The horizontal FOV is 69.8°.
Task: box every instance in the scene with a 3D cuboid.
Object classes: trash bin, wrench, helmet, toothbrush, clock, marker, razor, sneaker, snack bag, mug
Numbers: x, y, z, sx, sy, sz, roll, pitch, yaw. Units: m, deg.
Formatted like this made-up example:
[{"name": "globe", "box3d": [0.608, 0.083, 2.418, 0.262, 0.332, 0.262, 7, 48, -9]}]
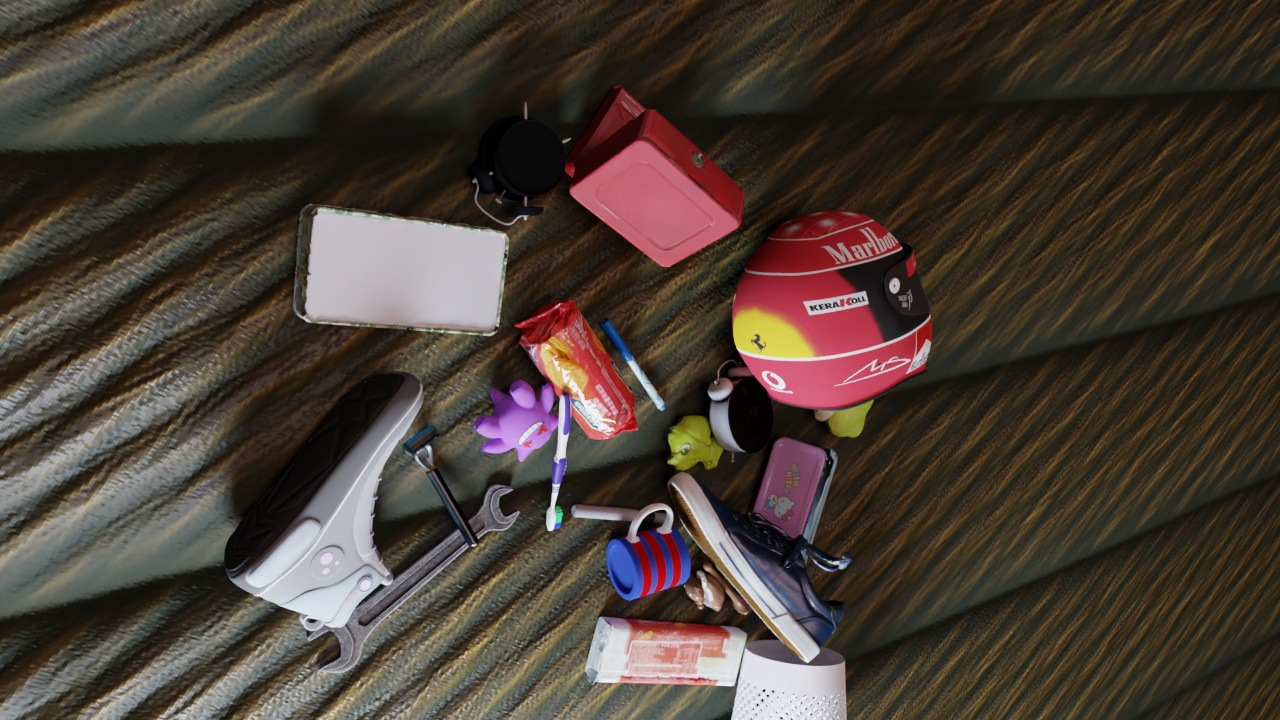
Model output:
[{"name": "trash bin", "box3d": [0.197, 0.490, 1.222, 0.195, 0.196, 0.199, 7, 86, -32]}, {"name": "wrench", "box3d": [-0.243, 0.233, 1.002, 0.272, 0.010, 0.070, -39, 116, -19]}, {"name": "helmet", "box3d": [0.235, -0.071, 1.121, 0.270, 0.198, 0.225, -20, 109, -35]}, {"name": "toothbrush", "box3d": [-0.091, 0.117, 1.036, 0.016, 0.015, 0.187, -10, 123, -32]}, {"name": "clock", "box3d": [-0.128, -0.202, 0.968, 0.091, 0.043, 0.120, 34, 81, -31]}, {"name": "clock", "box3d": [0.123, 0.059, 1.157, 0.094, 0.035, 0.123, -32, 109, -44]}, {"name": "marker", "box3d": [-0.007, 0.006, 1.098, 0.013, 0.013, 0.142, -43, 117, -17]}, {"name": "razor", "box3d": [-0.212, 0.141, 0.993, 0.042, 0.022, 0.144, -36, 112, -36]}, {"name": "sneaker", "box3d": [-0.278, 0.145, 0.927, 0.256, 0.093, 0.160, -51, 128, -14]}, {"name": "snack bag", "box3d": [0.036, 0.376, 1.179, 0.225, 0.041, 0.077, 14, 91, -30]}, {"name": "marker", "box3d": [-0.020, 0.188, 1.122, 0.140, 0.016, 0.016, 11, 94, -32]}, {"name": "snack bag", "box3d": [-0.068, 0.010, 1.027, 0.082, 0.082, 0.176, -42, 117, -18]}, {"name": "mug", "box3d": [0.009, 0.227, 1.109, 0.076, 0.075, 0.112, -10, 112, -29]}, {"name": "sneaker", "box3d": [0.158, 0.232, 1.146, 0.127, 0.121, 0.294, -43, 100, -11]}]

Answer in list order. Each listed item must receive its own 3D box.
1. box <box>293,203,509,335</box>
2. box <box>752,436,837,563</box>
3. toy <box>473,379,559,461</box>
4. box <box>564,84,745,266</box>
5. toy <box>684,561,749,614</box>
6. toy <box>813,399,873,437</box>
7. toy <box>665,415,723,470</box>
[{"name": "box", "box3d": [-0.238, -0.088, 0.923, 0.205, 0.050, 0.118, 2, 101, -31]}, {"name": "box", "box3d": [0.201, 0.213, 1.248, 0.092, 0.089, 0.214, 16, 91, -73]}, {"name": "toy", "box3d": [-0.132, 0.065, 1.010, 0.106, 0.056, 0.088, -44, 121, 1]}, {"name": "box", "box3d": [0.021, -0.196, 0.992, 0.157, 0.165, 0.151, 34, 86, -31]}, {"name": "toy", "box3d": [0.095, 0.304, 1.198, 0.055, 0.041, 0.102, -40, 124, -3]}, {"name": "toy", "box3d": [0.269, 0.053, 1.254, 0.117, 0.043, 0.092, 23, 89, -29]}, {"name": "toy", "box3d": [0.073, 0.103, 1.151, 0.093, 0.036, 0.094, 45, 68, -31]}]
